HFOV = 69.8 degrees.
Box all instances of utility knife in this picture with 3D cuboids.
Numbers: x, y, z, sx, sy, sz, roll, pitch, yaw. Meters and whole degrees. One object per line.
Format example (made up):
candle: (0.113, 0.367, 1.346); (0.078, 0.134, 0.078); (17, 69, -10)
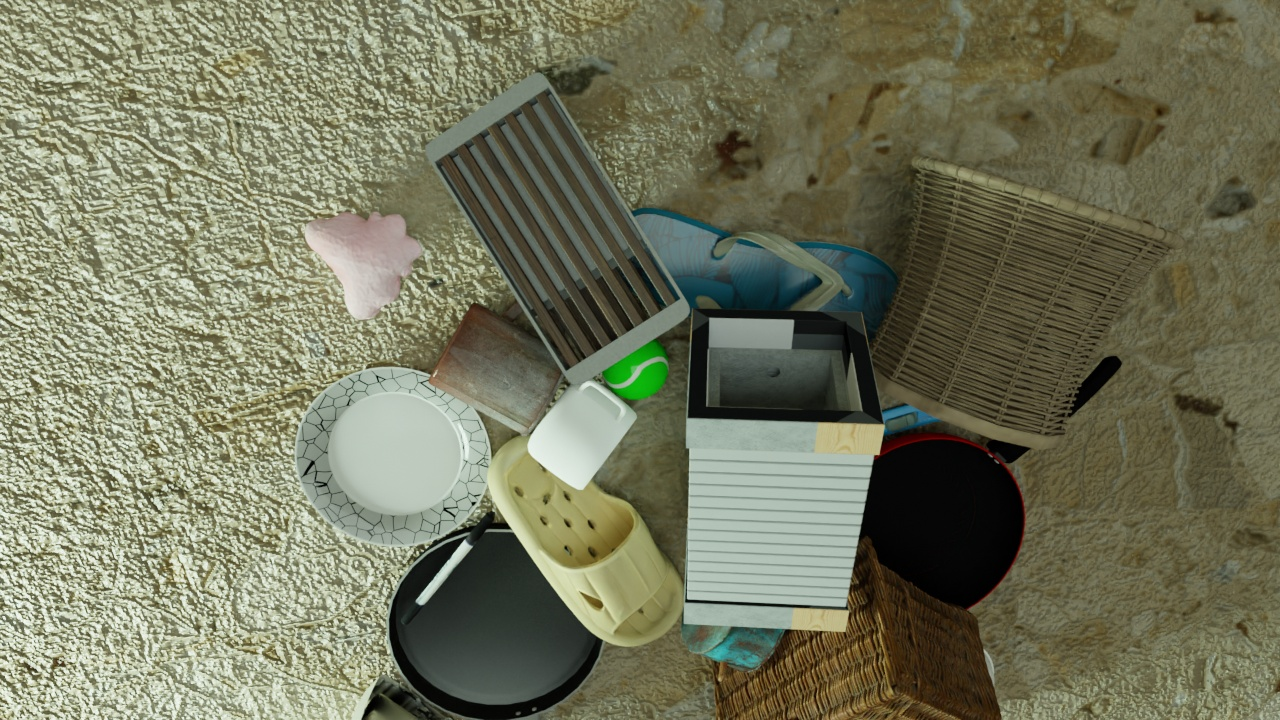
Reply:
utility knife: (0.260, 0.065, 0.948); (0.196, 0.015, 0.031); (-16, 102, 1)

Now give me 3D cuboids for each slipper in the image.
slipper: (-0.046, 0.182, 0.903); (0.111, 0.079, 0.261); (-44, 102, -22)
slipper: (0.112, -0.069, 0.874); (0.295, 0.060, 0.118); (14, 107, -9)

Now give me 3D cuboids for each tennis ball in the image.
tennis ball: (-0.005, 0.005, 0.880); (0.065, 0.065, 0.065); (-1, 106, -5)

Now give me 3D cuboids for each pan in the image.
pan: (-0.134, 0.335, 0.980); (0.225, 0.034, 0.356); (-14, 107, -1)
pan: (0.342, 0.120, 0.943); (0.209, 0.067, 0.356); (41, 98, -14)

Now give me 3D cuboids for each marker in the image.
marker: (-0.192, 0.208, 0.917); (0.011, 0.011, 0.152); (37, 100, -14)

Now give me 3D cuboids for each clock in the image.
clock: (0.100, 0.232, 0.928); (0.073, 0.121, 0.158); (27, 95, -16)

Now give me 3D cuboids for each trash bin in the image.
trash bin: (-0.063, -0.107, 0.787); (0.114, 0.114, 0.229); (-32, 91, 4)
trash bin: (0.112, 0.098, 0.796); (0.142, 0.142, 0.247); (2, 128, 4)

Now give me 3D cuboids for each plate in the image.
plate: (-0.243, 0.095, 0.910); (0.188, 0.016, 0.189); (-1, 106, -5)

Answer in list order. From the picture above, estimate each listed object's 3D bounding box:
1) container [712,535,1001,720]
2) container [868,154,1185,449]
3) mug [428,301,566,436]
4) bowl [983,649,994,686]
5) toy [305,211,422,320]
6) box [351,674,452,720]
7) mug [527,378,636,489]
container: (0.217, 0.324, 0.911); (0.183, 0.161, 0.251); (26, 129, -20)
container: (0.316, -0.051, 0.809); (0.227, 0.226, 0.196); (16, 105, -9)
mug: (-0.125, -0.006, 0.862); (0.110, 0.096, 0.122); (31, 69, -16)
bowl: (0.352, 0.371, 1.029); (0.110, 0.040, 0.110); (-1, 106, -5)
toy: (-0.248, -0.097, 0.837); (0.093, 0.050, 0.102); (-30, 103, 7)
box: (-0.245, 0.423, 0.926); (0.145, 0.185, 0.066); (41, 126, -11)
mug: (-0.052, 0.061, 0.858); (0.068, 0.094, 0.116); (37, 136, 1)
